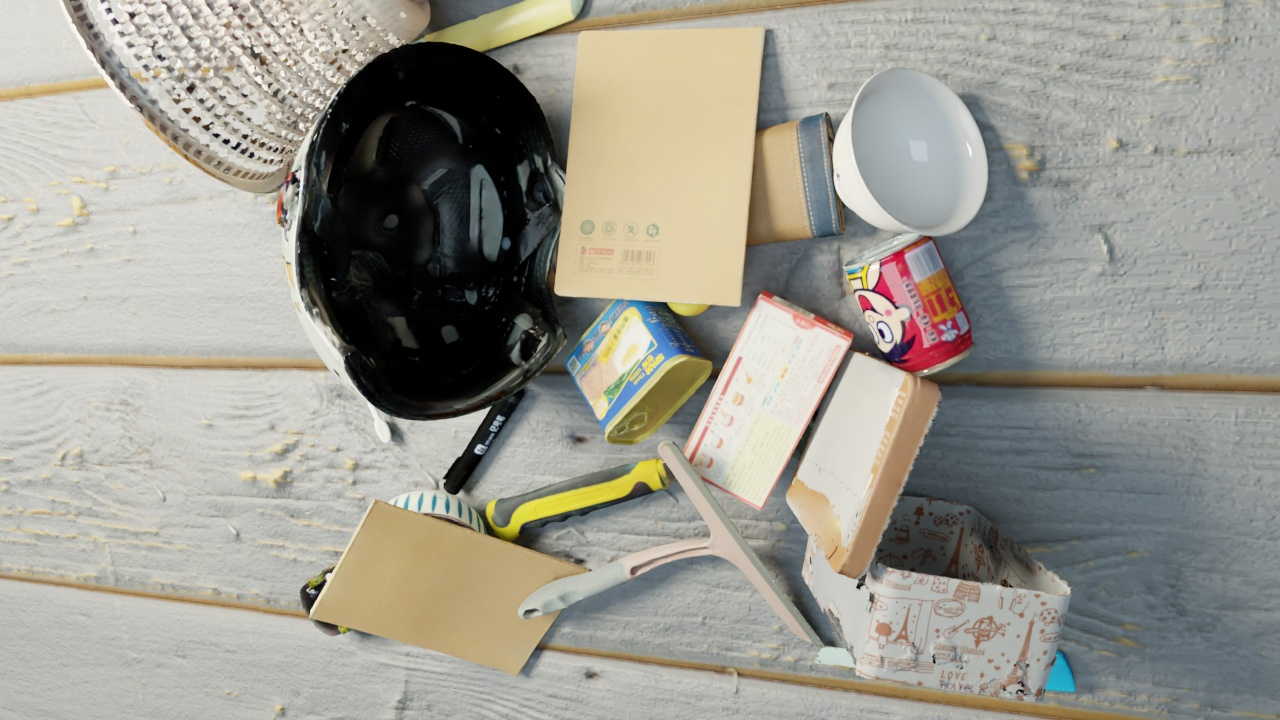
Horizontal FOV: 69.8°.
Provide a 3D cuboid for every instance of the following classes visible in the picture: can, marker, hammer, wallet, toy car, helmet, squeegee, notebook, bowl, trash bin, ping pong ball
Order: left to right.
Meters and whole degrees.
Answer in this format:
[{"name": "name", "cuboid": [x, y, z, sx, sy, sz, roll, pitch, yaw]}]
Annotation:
[{"name": "trash bin", "cuboid": [-0.280, -0.273, 0.702, 0.192, 0.227, 0.227, -30, 94, 12]}, {"name": "toy car", "cuboid": [-0.279, 0.224, 0.924, 0.158, 0.042, 0.070, -30, 94, 21]}, {"name": "helmet", "cuboid": [-0.178, -0.095, 0.719, 0.157, 0.229, 0.274, 9, 107, 49]}, {"name": "bowl", "cuboid": [-0.199, 0.165, 0.855, 0.116, 0.066, 0.117, -4, 123, -6]}, {"name": "notebook", "cuboid": [-0.173, 0.214, 0.843, 0.211, 0.012, 0.150, 24, 115, -22]}, {"name": "marker", "cuboid": [-0.146, 0.073, 0.847, 0.132, 0.020, 0.022, -54, 55, 25]}, {"name": "squeegee", "cuboid": [-0.007, 0.186, 0.806, 0.250, 0.040, 0.248, -23, 117, 26]}, {"name": "can", "cuboid": [-0.004, 0.004, 0.740, 0.102, 0.057, 0.083, -47, 58, 24]}, {"name": "hammer", "cuboid": [0.003, 0.099, 0.794, 0.324, 0.031, 0.126, -18, 99, 24]}, {"name": "notebook", "cuboid": [0.013, -0.148, 0.694, 0.148, 0.008, 0.207, 5, 88, 17]}, {"name": "ping pong ball", "cuboid": [0.039, -0.056, 0.730, 0.040, 0.040, 0.040, 5, 107, 18]}, {"name": "wallet", "cuboid": [0.093, -0.131, 0.695, 0.115, 0.033, 0.090, -7, 100, 22]}, {"name": "bowl", "cuboid": [0.175, -0.134, 0.639, 0.118, 0.118, 0.065, 59, 154, -4]}, {"name": "can", "cuboid": [0.196, -0.040, 0.665, 0.067, 0.066, 0.094, -24, 97, 24]}]

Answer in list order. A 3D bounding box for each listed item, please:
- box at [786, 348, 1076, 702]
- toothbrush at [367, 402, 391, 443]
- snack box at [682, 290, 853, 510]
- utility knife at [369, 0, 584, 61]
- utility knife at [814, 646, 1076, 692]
[{"name": "box", "cuboid": [0.194, 0.096, 0.640, 0.157, 0.183, 0.193, 10, 100, -5]}, {"name": "toothbrush", "cuboid": [-0.278, -0.024, 0.861, 0.026, 0.026, 0.221, -21, 99, -11]}, {"name": "snack box", "cuboid": [0.094, 0.032, 0.709, 0.077, 0.027, 0.156, 27, 110, 8]}, {"name": "utility knife", "cuboid": [-0.136, -0.265, 0.744, 0.207, 0.021, 0.031, -10, 98, 16]}, {"name": "utility knife", "cuboid": [0.246, 0.250, 0.756, 0.205, 0.018, 0.034, -3, 108, 19]}]
